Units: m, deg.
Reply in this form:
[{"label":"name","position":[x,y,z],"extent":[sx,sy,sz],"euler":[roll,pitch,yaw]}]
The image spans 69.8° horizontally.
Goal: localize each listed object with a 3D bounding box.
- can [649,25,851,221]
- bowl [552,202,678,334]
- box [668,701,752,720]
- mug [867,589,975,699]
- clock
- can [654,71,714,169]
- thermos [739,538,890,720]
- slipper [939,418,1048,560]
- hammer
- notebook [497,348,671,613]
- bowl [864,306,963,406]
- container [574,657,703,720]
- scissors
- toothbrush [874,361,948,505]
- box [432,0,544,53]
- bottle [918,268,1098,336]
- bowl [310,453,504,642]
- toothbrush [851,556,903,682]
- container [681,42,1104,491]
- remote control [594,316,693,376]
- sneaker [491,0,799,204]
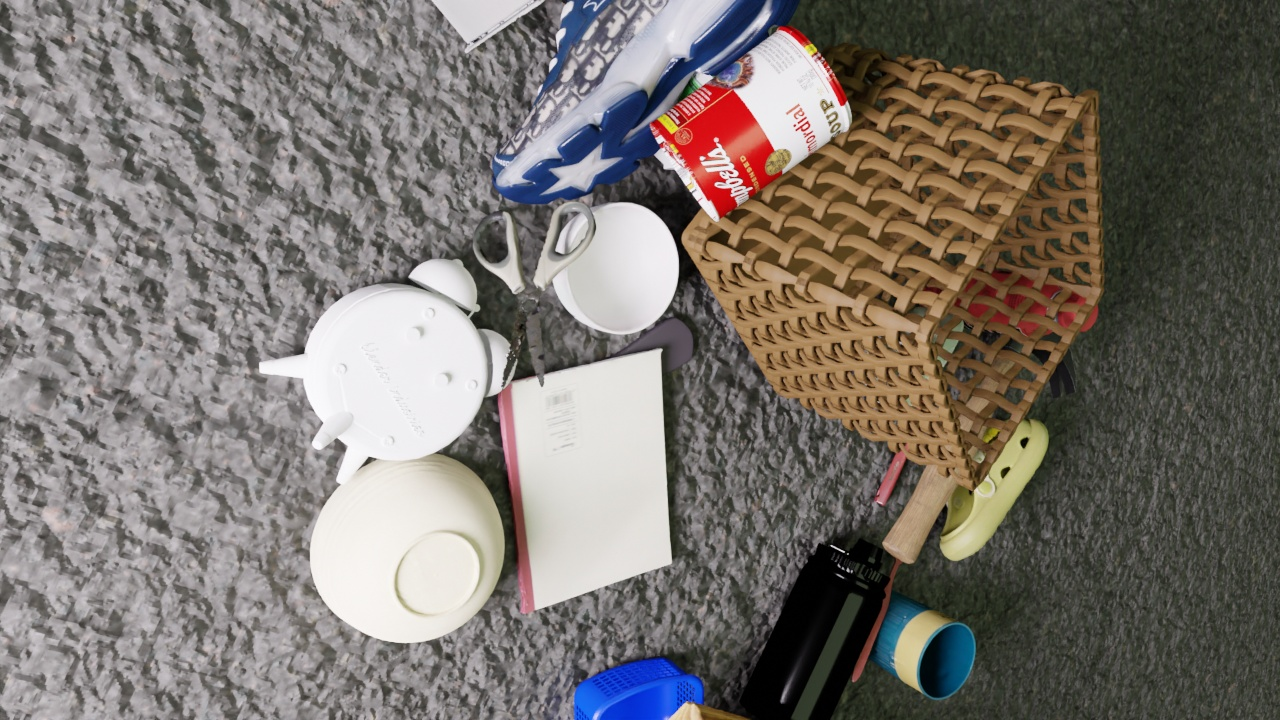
[{"label":"can","position":[0.078,-0.169,0.657],"extent":[0.116,0.086,0.086],"euler":[-35,117,4]},{"label":"bowl","position":[-0.025,-0.076,0.747],"extent":[0.104,0.054,0.105],"euler":[-5,100,-30]},{"label":"box","position":[0.083,0.459,0.806],"extent":[0.279,0.168,0.245],"euler":[29,111,-37]},{"label":"mug","position":[0.290,0.307,0.974],"extent":[0.083,0.107,0.113],"euler":[-43,117,-19]},{"label":"clock","position":[-0.173,0.008,0.667],"extent":[0.160,0.073,0.125],"euler":[-36,115,-20]},{"label":"can","position":[0.055,-0.226,0.744],"extent":[0.087,0.088,0.140],"euler":[-5,102,-29]},{"label":"thermos","position":[0.181,0.269,0.915],"extent":[0.086,0.086,0.198],"euler":[30,84,-31]},{"label":"slipper","position":[0.371,0.131,1.011],"extent":[0.081,0.092,0.190],"euler":[36,68,9]},{"label":"hammer","position":[0.345,0.077,0.957],"extent":[0.132,0.040,0.305],"euler":[35,75,-1]},{"label":"notebook","position":[-0.042,0.103,0.789],"extent":[0.152,0.012,0.209],"euler":[-12,110,-28]},{"label":"bowl","position":[0.261,-0.007,0.910],"extent":[0.117,0.061,0.118],"euler":[-41,153,-26]},{"label":"container","position":[-0.004,0.325,0.835],"extent":[0.114,0.058,0.096],"euler":[-7,103,-29]},{"label":"scissors","position":[-0.075,-0.058,0.673],"extent":[0.154,0.163,0.012],"euler":[-37,148,-10]},{"label":"toothbrush","position":[0.291,0.065,0.979],"extent":[0.016,0.016,0.190],"euler":[25,88,-15]},{"label":"box","position":[-0.030,-0.321,0.474],"extent":[0.119,0.479,0.166],"euler":[42,76,-2]},{"label":"bottle","position":[0.359,-0.057,0.900],"extent":[0.062,0.177,0.062],"euler":[-6,102,-29]},{"label":"bowl","position":[-0.166,0.151,0.698],"extent":[0.150,0.075,0.151],"euler":[-7,103,-29]},{"label":"toothbrush","position":[0.254,0.254,0.956],"extent":[0.015,0.016,0.183],"euler":[40,56,-8]},{"label":"container","position":[0.215,-0.076,0.748],"extent":[0.219,0.214,0.251],"euler":[-53,141,-11]},{"label":"remote control","position":[-0.005,0.005,0.800],"extent":[0.124,0.009,0.046],"euler":[-31,114,-21]},{"label":"sneaker","position":[-0.020,-0.233,0.677],"extent":[0.270,0.103,0.132],"euler":[-39,77,16]}]
